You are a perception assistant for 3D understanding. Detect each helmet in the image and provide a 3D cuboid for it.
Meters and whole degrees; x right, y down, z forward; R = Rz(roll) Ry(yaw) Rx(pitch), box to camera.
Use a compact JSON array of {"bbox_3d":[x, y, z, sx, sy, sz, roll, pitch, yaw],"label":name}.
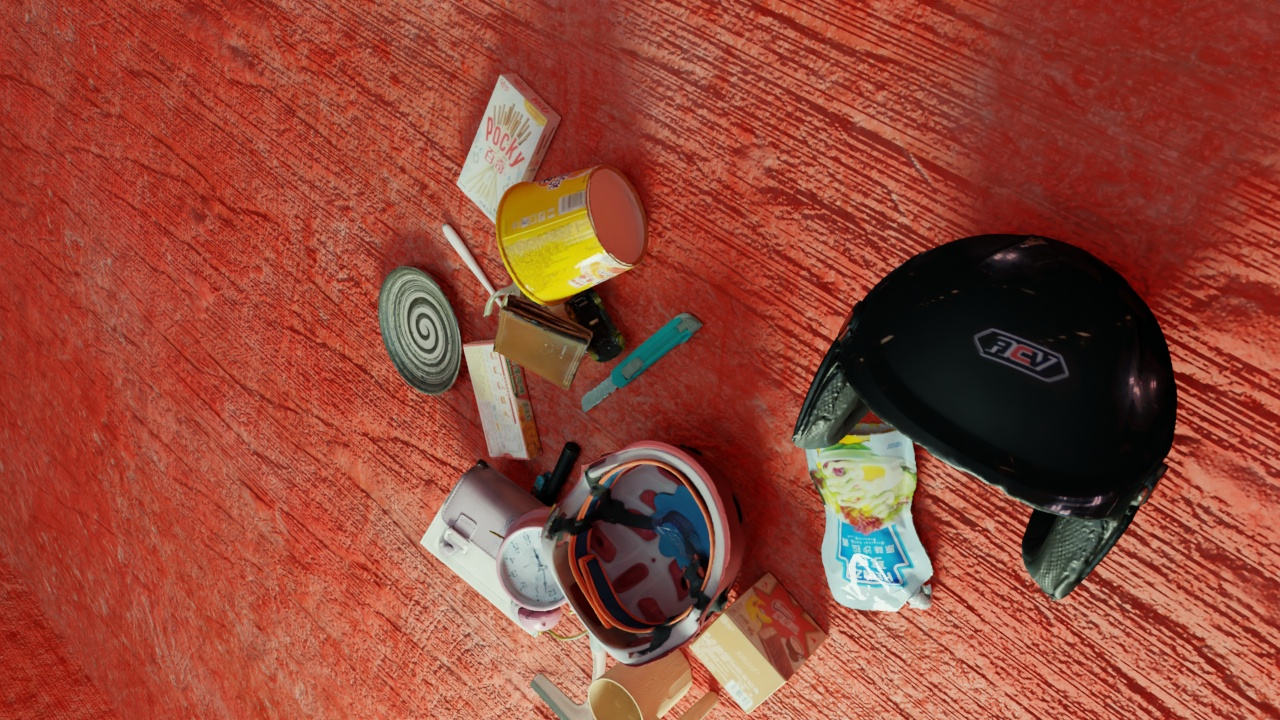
[{"bbox_3d":[0.025,0.189,0.988,0.207,0.143,0.240,49,115,21],"label":"helmet"},{"bbox_3d":[0.254,0.020,0.657,0.233,0.274,0.230,29,95,16],"label":"helmet"}]

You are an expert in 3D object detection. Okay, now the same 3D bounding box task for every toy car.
[{"bbox_3d":[-0.051,-0.040,1.029,0.091,0.043,0.036,61,177,12],"label":"toy car"}]

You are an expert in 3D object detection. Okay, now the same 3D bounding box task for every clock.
[{"bbox_3d":[-0.105,0.252,1.075,0.117,0.059,0.158,-25,92,12],"label":"clock"}]

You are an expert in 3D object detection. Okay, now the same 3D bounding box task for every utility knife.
[{"bbox_3d":[-0.006,0.006,1.029,0.217,0.013,0.029,-39,79,41],"label":"utility knife"}]

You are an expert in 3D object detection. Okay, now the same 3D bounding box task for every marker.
[{"bbox_3d":[-0.106,0.155,1.160,0.022,0.020,0.132,49,131,30],"label":"marker"}]

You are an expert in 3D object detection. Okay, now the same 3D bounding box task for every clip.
[{"bbox_3d":[-0.136,-0.069,1.069,0.103,0.034,0.092,-40,72,31],"label":"clip"},{"bbox_3d":[-0.131,0.167,1.184,0.014,0.043,0.057,37,125,21],"label":"clip"}]

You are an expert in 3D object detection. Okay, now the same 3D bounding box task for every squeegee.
[{"bbox_3d":[-0.061,0.379,1.192,0.248,0.040,0.250,26,116,50],"label":"squeegee"}]

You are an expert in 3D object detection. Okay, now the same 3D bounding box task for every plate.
[{"bbox_3d":[-0.293,-0.041,1.239,0.180,0.024,0.179,15,114,37],"label":"plate"}]

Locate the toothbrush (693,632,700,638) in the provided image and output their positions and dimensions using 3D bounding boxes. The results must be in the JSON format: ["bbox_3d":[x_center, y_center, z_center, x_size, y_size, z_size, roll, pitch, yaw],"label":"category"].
[{"bbox_3d":[0.049,0.325,1.099,0.190,0.014,0.018,-6,92,41],"label":"toothbrush"}]

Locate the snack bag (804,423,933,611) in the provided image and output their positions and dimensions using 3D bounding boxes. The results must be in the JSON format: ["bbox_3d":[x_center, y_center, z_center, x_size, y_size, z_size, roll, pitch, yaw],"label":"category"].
[{"bbox_3d":[0.220,0.155,0.883,0.110,0.038,0.191,-5,103,29],"label":"snack bag"}]

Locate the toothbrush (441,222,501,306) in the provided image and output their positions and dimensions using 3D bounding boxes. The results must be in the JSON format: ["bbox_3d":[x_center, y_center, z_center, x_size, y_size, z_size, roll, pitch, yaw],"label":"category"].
[{"bbox_3d":[-0.200,-0.102,1.148,0.180,0.016,0.016,54,128,11],"label":"toothbrush"}]

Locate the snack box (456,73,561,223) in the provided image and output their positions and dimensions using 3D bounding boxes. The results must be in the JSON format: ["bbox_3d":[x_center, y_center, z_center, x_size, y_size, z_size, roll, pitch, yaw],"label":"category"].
[{"bbox_3d":[-0.154,-0.239,1.054,0.084,0.026,0.157,46,130,17],"label":"snack box"}]

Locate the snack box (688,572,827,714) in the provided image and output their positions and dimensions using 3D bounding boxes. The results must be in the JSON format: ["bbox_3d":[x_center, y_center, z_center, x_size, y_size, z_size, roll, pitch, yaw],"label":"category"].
[{"bbox_3d":[0.125,0.297,0.972,0.093,0.094,0.077,47,129,17],"label":"snack box"}]

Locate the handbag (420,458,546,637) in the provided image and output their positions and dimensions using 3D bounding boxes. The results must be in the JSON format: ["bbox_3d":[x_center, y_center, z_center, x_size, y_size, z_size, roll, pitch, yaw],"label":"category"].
[{"bbox_3d":[-0.165,0.236,1.167,0.197,0.098,0.145,37,119,6],"label":"handbag"}]

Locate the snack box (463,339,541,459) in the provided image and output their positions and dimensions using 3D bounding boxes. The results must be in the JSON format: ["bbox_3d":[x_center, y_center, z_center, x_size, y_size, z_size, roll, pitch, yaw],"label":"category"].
[{"bbox_3d":[-0.178,0.050,1.176,0.077,0.026,0.156,-3,104,40],"label":"snack box"}]

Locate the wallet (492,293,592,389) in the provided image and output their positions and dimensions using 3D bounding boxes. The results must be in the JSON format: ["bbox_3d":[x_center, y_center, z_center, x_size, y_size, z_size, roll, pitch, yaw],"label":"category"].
[{"bbox_3d":[-0.110,-0.018,1.015,0.101,0.032,0.125,26,152,-2],"label":"wallet"}]

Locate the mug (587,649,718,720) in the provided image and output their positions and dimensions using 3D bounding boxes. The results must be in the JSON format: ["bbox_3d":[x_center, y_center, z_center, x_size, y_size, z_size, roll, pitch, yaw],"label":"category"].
[{"bbox_3d":[0.017,0.399,1.091,0.125,0.103,0.084,21,118,33],"label":"mug"}]

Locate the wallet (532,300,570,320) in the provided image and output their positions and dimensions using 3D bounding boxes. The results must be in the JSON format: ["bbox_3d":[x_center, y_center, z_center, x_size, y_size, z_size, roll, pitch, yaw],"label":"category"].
[{"bbox_3d":[-0.115,-0.049,1.093,0.115,0.024,0.087,47,130,15],"label":"wallet"}]

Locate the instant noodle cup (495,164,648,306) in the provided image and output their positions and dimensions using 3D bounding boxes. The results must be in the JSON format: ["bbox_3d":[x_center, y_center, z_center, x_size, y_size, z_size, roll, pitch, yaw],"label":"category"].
[{"bbox_3d":[-0.065,-0.136,0.954,0.110,0.137,0.138,-14,96,32],"label":"instant noodle cup"}]
